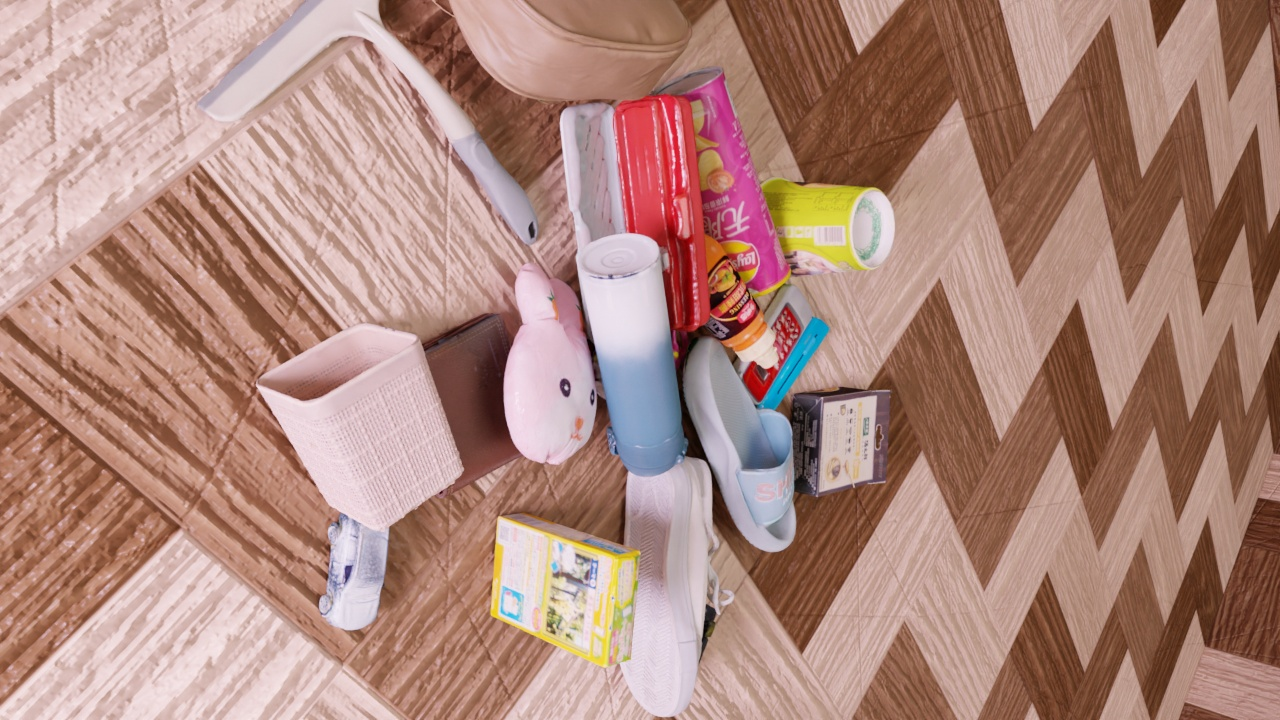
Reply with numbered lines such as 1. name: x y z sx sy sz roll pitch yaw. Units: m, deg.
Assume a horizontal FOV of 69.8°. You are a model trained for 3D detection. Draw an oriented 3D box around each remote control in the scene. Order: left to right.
1. remote control: 0.141 -0.018 0.981 0.135 0.020 0.056 -55 128 -22

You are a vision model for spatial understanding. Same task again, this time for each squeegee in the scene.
1. squeegee: -0.141 -0.174 0.677 0.245 0.039 0.246 -56 129 -23

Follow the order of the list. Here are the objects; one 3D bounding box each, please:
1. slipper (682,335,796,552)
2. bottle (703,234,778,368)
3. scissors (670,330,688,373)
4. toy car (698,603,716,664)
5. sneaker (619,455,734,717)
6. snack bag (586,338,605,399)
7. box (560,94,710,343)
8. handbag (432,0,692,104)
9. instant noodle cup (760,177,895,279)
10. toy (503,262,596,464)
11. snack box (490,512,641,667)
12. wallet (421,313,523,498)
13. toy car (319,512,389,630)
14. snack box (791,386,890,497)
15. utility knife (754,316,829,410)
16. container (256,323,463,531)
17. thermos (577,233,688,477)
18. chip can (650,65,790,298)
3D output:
1. slipper: 0.112 0.079 0.912 0.245 0.074 0.103 64 29 -25
2. bottle: 0.080 -0.049 0.864 0.149 0.067 0.066 48 63 -17
3. scissors: 0.020 0.021 0.854 0.083 0.017 0.137 21 67 -49
4. toy car: 0.044 0.284 0.917 0.035 0.042 0.090 100 13 -74
5. sneaker: 0.034 0.209 0.873 0.090 0.090 0.242 3 88 -48
6. snack bag: -0.020 0.024 0.830 0.104 0.026 0.048 42 54 -40
7. box: -0.010 -0.116 0.772 0.101 0.095 0.201 -22 111 -43
8. handbag: -0.060 -0.257 0.678 0.204 0.100 0.147 -20 74 -53
9. instant noodle cup: 0.187 -0.133 0.936 0.111 0.124 0.112 -7 100 -43
10. toy: -0.072 0.003 0.734 0.121 0.054 0.159 22 63 -67
11. snack box: -0.063 0.179 0.732 0.033 0.141 0.087 1 95 -46
12. wallet: -0.134 0.034 0.720 0.101 0.032 0.125 -32 118 -39
13. toy car: -0.204 0.152 0.668 0.042 0.034 0.090 8 92 -47
14. snack box: 0.230 0.091 1.058 0.125 0.053 0.113 -4 99 -44
15. utility knife: 0.161 0.014 1.006 0.159 0.018 0.034 -54 129 -22
16. container: -0.188 0.047 0.632 0.089 0.090 0.111 -36 122 -35
17. thermos: -0.005 0.004 0.758 0.070 0.070 0.221 -39 137 -33
18. chip can: 0.078 -0.164 0.865 0.071 0.071 0.211 -42 122 -32
